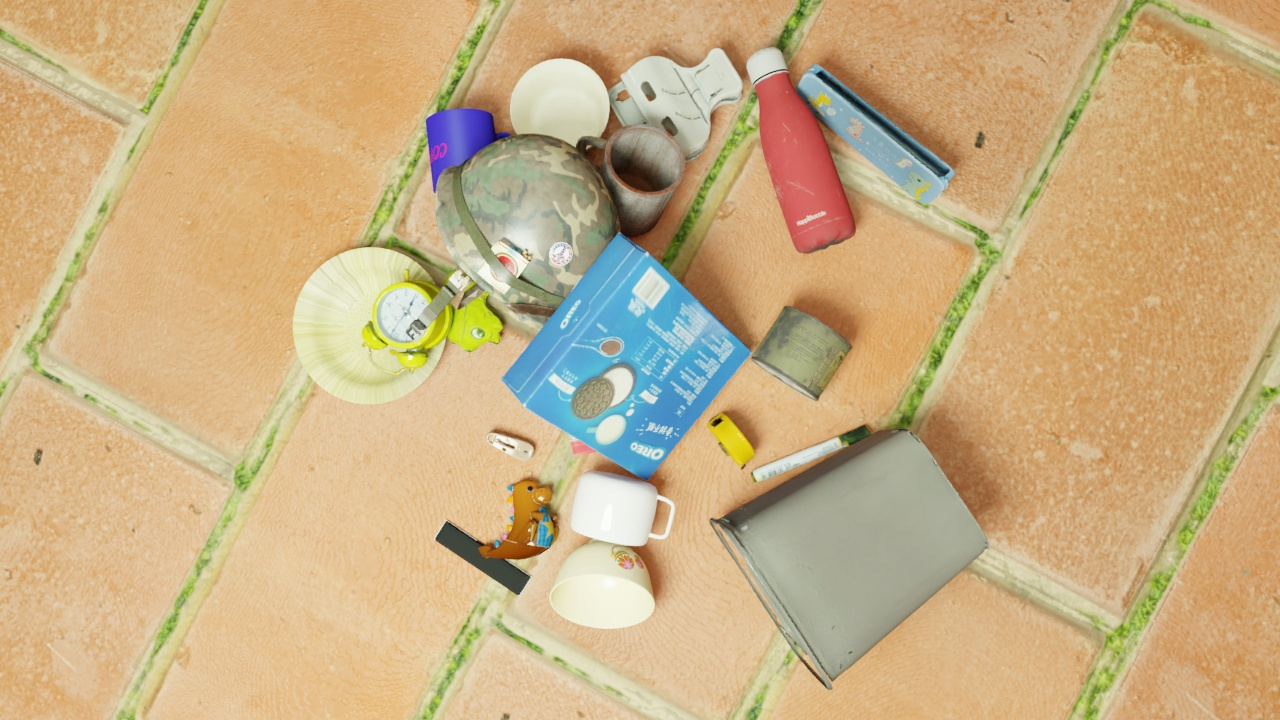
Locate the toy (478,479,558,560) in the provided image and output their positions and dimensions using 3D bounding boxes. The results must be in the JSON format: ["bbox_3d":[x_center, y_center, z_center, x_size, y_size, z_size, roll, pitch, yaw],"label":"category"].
[{"bbox_3d":[-0.148,0.189,1.080,0.103,0.070,0.090,-16,70,17],"label":"toy"}]

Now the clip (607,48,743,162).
[{"bbox_3d":[0.048,-0.302,1.068,0.151,0.089,0.125,-30,89,12],"label":"clip"}]

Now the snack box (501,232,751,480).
[{"bbox_3d":[-0.006,0.006,0.991,0.195,0.238,0.056,-51,48,1],"label":"snack box"}]

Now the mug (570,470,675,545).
[{"bbox_3d":[-0.019,0.169,1.044,0.116,0.094,0.068,12,88,12],"label":"mug"}]

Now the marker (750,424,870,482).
[{"bbox_3d":[0.198,0.110,1.072,0.146,0.017,0.017,-22,87,2],"label":"marker"}]

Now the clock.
[{"bbox_3d":[-0.268,-0.040,1.050,0.083,0.057,0.119,29,97,3],"label":"clock"}]

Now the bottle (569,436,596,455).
[{"bbox_3d":[-0.076,0.041,1.070,0.062,0.062,0.137,-10,88,3],"label":"bottle"}]

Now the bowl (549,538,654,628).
[{"bbox_3d":[-0.041,0.245,1.050,0.118,0.118,0.073,1,46,4],"label":"bowl"}]

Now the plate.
[{"bbox_3d":[-0.319,-0.040,1.100,0.184,0.036,0.184,0,88,3],"label":"plate"}]

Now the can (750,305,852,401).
[{"bbox_3d":[0.182,-0.009,1.040,0.090,0.090,0.074,33,90,4],"label":"can"}]

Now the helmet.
[{"bbox_3d":[-0.132,-0.119,0.992,0.237,0.192,0.224,-23,100,19],"label":"helmet"}]

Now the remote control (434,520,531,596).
[{"bbox_3d":[-0.189,0.236,1.096,0.124,0.012,0.028,33,91,4],"label":"remote control"}]

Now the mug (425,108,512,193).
[{"bbox_3d":[-0.193,-0.243,1.083,0.111,0.079,0.083,-6,88,-24],"label":"mug"}]

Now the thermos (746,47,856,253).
[{"bbox_3d":[0.177,-0.244,1.055,0.073,0.073,0.240,-18,87,3],"label":"thermos"}]

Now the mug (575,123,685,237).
[{"bbox_3d":[-0.020,-0.208,1.037,0.123,0.110,0.096,31,61,-2],"label":"mug"}]

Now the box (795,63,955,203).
[{"bbox_3d":[0.264,-0.257,1.055,0.210,0.067,0.052,39,98,4],"label":"box"}]

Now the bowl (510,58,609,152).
[{"bbox_3d":[-0.090,-0.288,1.079,0.115,0.062,0.115,0,88,4],"label":"bowl"}]

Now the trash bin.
[{"bbox_3d":[0.223,0.196,0.990,0.220,0.197,0.197,-33,87,-4],"label":"trash bin"}]

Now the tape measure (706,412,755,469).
[{"bbox_3d":[0.105,0.094,1.058,0.030,0.059,0.068,-38,87,1],"label":"tape measure"}]

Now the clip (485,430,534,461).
[{"bbox_3d":[-0.156,0.099,1.089,0.061,0.049,0.026,27,89,31],"label":"clip"}]

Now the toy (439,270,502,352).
[{"bbox_3d":[-0.205,-0.058,1.095,0.094,0.036,0.093,16,84,6],"label":"toy"}]
